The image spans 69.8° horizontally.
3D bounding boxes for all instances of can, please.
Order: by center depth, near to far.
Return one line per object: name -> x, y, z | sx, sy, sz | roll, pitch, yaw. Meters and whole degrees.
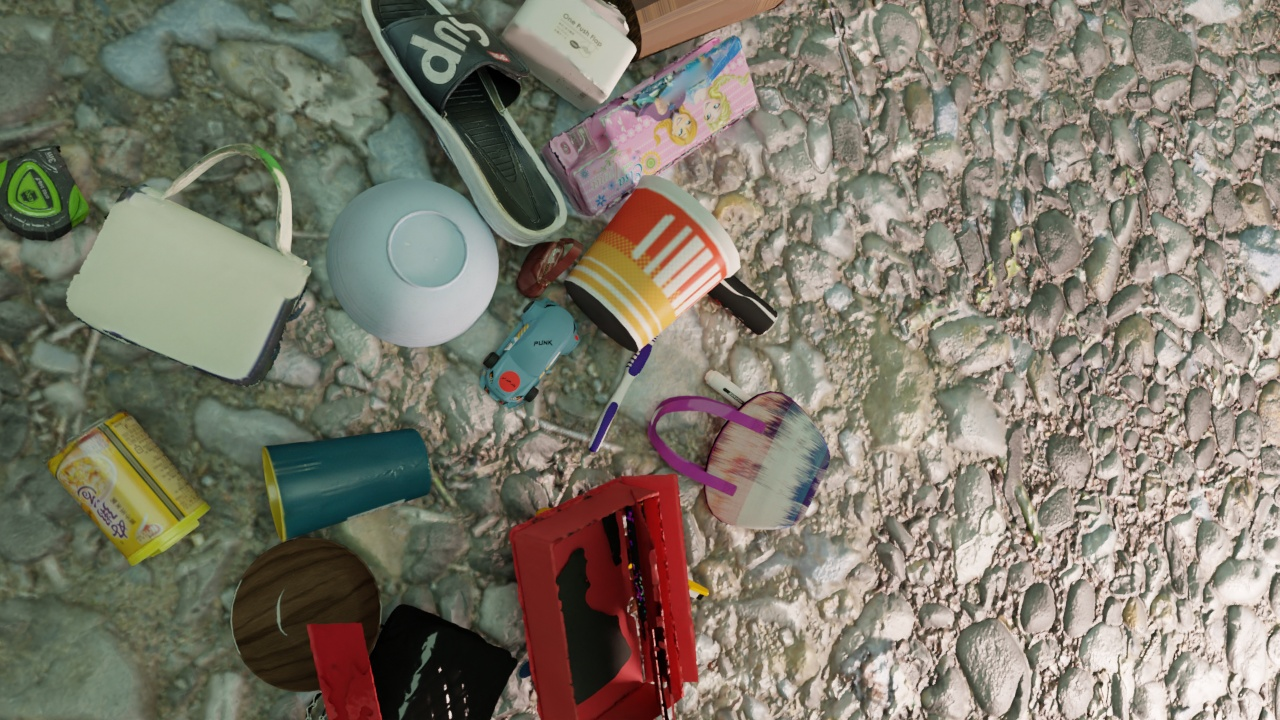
can -> -0.385, 0.097, 0.693 | 0.067, 0.068, 0.105 | -39, 101, -20
can -> 0.100, -0.061, 0.924 | 0.080, 0.032, 0.031 | 38, 73, -16

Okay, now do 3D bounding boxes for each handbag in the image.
handbag -> -0.330, -0.085, 0.715 | 0.151, 0.074, 0.176 | 25, 96, -17
handbag -> -0.188, 0.290, 0.766 | 0.125, 0.115, 0.153 | 34, 69, -41
handbag -> -0.075, -0.088, 0.806 | 0.029, 0.120, 0.055 | 28, 76, -19
handbag -> 0.088, 0.089, 0.894 | 0.170, 0.068, 0.144 | 23, 95, -11

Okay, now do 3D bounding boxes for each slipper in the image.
slipper -> -0.140, -0.227, 0.797 | 0.111, 0.063, 0.264 | -34, 97, -50

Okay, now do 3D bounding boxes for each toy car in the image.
toy car -> -0.099, -0.008, 0.840 | 0.060, 0.028, 0.107 | 42, 72, -15

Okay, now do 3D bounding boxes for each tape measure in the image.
tape measure -> -0.458, -0.123, 0.696 | 0.058, 0.036, 0.065 | -26, 93, -31

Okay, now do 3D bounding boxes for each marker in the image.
marker -> 0.119, 0.050, 0.931 | 0.133, 0.017, 0.020 | 37, 101, -16

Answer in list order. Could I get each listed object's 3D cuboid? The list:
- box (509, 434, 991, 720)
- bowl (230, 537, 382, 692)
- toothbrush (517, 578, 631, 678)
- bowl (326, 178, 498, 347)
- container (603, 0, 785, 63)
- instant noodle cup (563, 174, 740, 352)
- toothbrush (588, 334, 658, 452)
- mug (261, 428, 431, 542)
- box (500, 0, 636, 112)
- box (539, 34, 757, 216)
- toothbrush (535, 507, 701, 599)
box -> 0.100, 0.201, 0.820 | 0.424, 0.128, 0.213 | -9, 102, -13
bowl -> -0.265, 0.203, 0.743 | 0.119, 0.032, 0.119 | 0, 82, -1
toothbrush -> -0.060, 0.244, 0.848 | 0.134, 0.017, 0.021 | -38, 104, -23
bowl -> -0.188, -0.089, 0.784 | 0.150, 0.075, 0.150 | 2, 85, -22
container -> 0.041, -0.367, 0.876 | 0.167, 0.132, 0.132 | -32, 99, -16
instant noodle cup -> 0.005, -0.083, 0.844 | 0.123, 0.123, 0.121 | 46, 79, -13
toothbrush -> -0.005, 0.005, 0.886 | 0.016, 0.015, 0.186 | 32, 75, -12
mug -> -0.239, 0.096, 0.753 | 0.121, 0.078, 0.078 | -10, 90, -28
box -> -0.055, -0.303, 0.838 | 0.108, 0.102, 0.101 | 36, 84, -16
box -> 0.019, -0.231, 0.886 | 0.230, 0.063, 0.084 | -38, 100, -21
toothbrush -> -0.014, 0.183, 0.863 | 0.196, 0.031, 0.031 | 29, 107, -22
